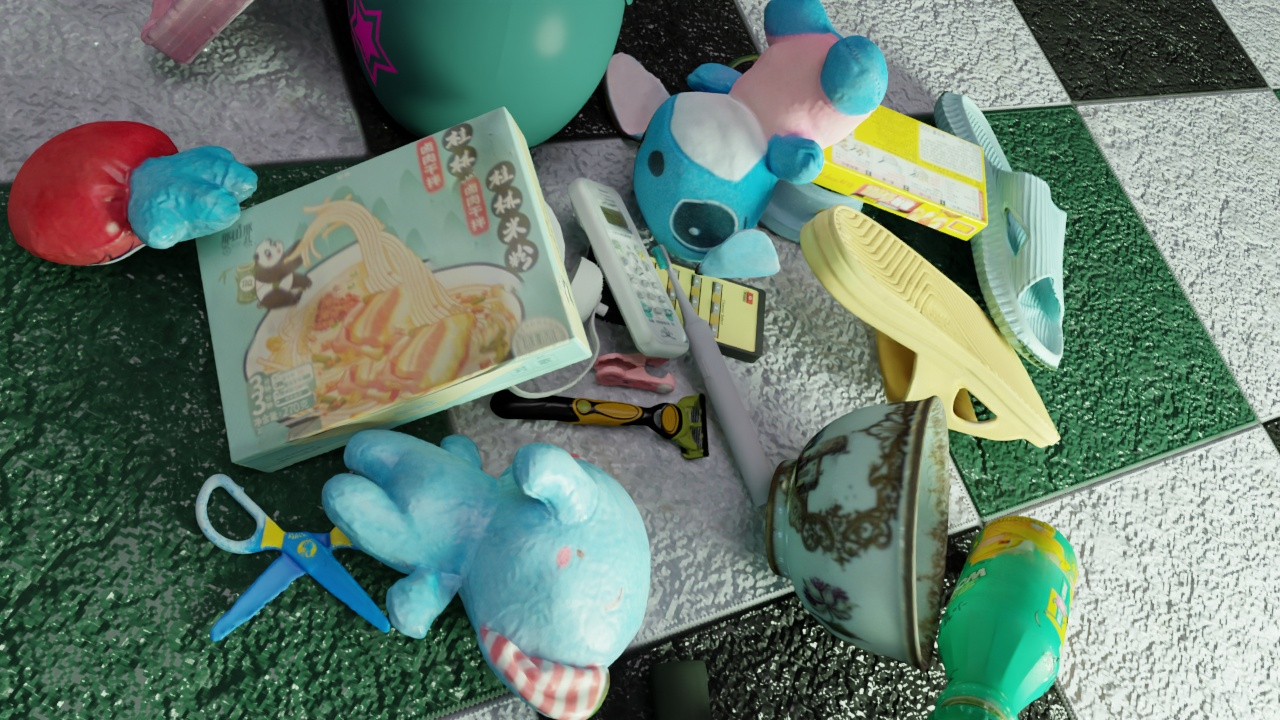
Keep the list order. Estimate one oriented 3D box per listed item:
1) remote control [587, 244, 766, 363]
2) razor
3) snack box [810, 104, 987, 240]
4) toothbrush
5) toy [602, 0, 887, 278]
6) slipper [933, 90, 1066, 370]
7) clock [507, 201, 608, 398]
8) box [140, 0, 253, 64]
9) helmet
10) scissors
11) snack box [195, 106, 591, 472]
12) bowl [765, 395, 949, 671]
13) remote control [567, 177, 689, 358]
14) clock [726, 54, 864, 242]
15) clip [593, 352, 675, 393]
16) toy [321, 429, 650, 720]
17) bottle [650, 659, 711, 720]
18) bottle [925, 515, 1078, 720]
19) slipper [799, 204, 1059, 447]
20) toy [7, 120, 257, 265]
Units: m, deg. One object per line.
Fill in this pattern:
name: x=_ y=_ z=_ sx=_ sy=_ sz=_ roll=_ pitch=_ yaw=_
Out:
remote control: x=0.025 y=-0.042 z=0.642 sx=0.133 sy=0.013 sz=0.058 roll=15 pitch=61 yaw=-15
razor: x=-0.024 y=0.035 z=0.582 sx=0.144 sy=0.021 sz=0.044 roll=7 pitch=63 yaw=-17
snack box: x=0.189 y=-0.148 z=0.685 sx=0.152 sy=0.025 sz=0.075 roll=17 pitch=62 yaw=-17
toothbrush: x=0.048 y=0.007 z=0.612 sx=0.019 sy=0.018 sz=0.188 roll=-18 pitch=80 yaw=-30
toy: x=0.066 y=-0.163 z=0.630 sx=0.099 sy=0.192 sz=0.224 roll=25 pitch=29 yaw=-47
slipper: x=0.307 y=-0.118 z=0.747 sx=0.116 sy=0.070 sz=0.275 roll=25 pitch=49 yaw=-45
clock: x=-0.090 y=-0.047 z=0.574 sx=0.119 sy=0.061 sz=0.159 roll=-32 pitch=85 yaw=-28
box: x=-0.216 y=-0.305 z=0.558 sx=0.040 sy=0.233 sz=0.179 roll=29 pitch=42 yaw=-48
helmet: x=-0.096 y=-0.278 z=0.596 sx=0.176 sy=0.201 sz=0.274 roll=6 pitch=64 yaw=-20
scissors: x=-0.178 y=0.099 z=0.489 sx=0.126 sy=0.013 sz=0.125 roll=40 pitch=56 yaw=5
snack box: x=-0.138 y=-0.037 z=0.501 sx=0.194 sy=0.044 sz=0.141 roll=-20 pitch=72 yaw=6
bowl: x=0.130 y=0.099 z=0.557 sx=0.094 sy=0.160 sz=0.159 roll=2 pitch=56 yaw=24
remote control: x=-0.011 y=-0.060 z=0.607 sx=0.050 sy=0.022 sz=0.133 roll=5 pitch=56 yaw=-56
clock: x=0.120 y=-0.168 z=0.715 sx=0.117 sy=0.060 sz=0.162 roll=-37 pitch=86 yaw=-32
clip: x=-0.001 y=0.011 z=0.603 sx=0.059 sy=0.023 sz=0.045 roll=-24 pitch=75 yaw=-36
toy: x=-0.068 y=0.084 z=0.477 sx=0.180 sy=0.115 sz=0.183 roll=33 pitch=32 yaw=-17
bottle: x=0.027 y=0.229 z=0.499 sx=0.033 sy=0.033 sz=0.122 roll=4 pitch=65 yaw=-21
bottle: x=0.212 y=0.167 z=0.543 sx=0.068 sy=0.068 sz=0.209 roll=49 pitch=35 yaw=6
slipper: x=0.198 y=-0.012 z=0.657 sx=0.263 sy=0.079 sz=0.099 roll=33 pitch=39 yaw=-28
toy: x=-0.276 y=-0.091 z=0.502 sx=0.133 sy=0.062 sz=0.092 roll=5 pitch=60 yaw=4
